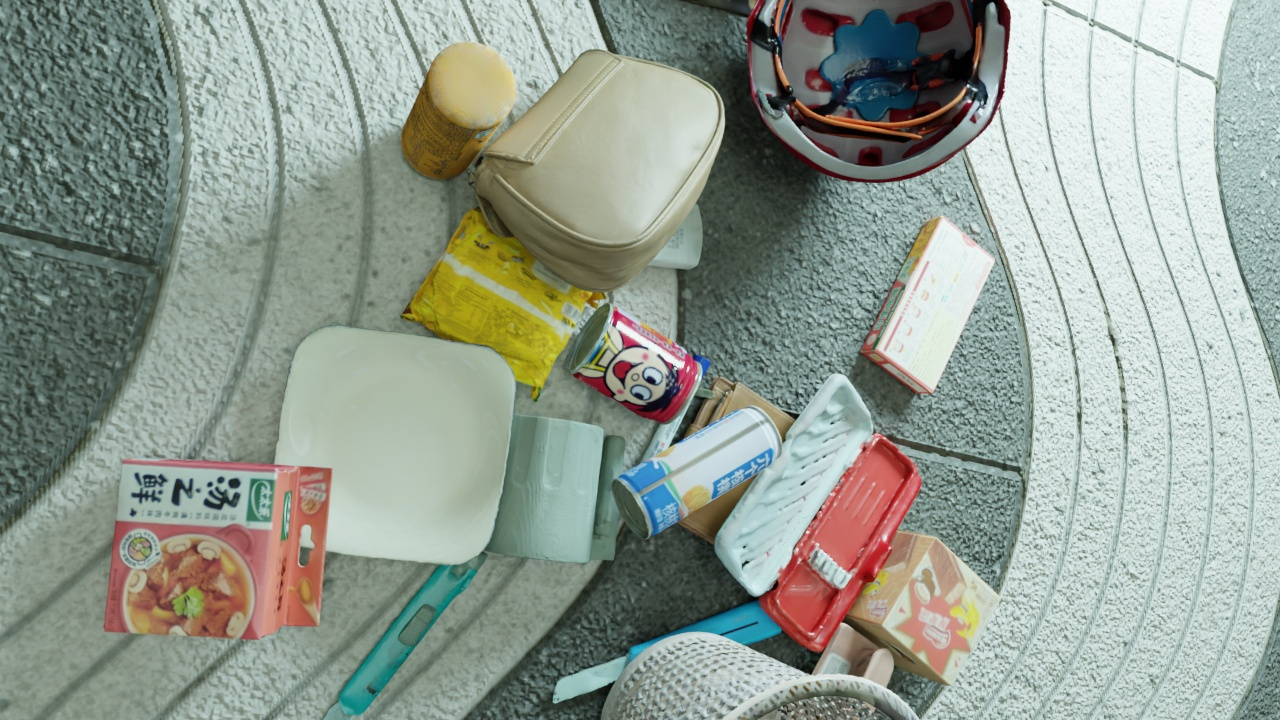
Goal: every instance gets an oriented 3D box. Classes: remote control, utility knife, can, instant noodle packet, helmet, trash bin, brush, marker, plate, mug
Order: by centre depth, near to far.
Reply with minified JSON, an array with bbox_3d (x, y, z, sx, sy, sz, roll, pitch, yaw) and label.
[{"bbox_3d":[-0.135,-0.174,0.659,0.058,0.146,0.058,2,86,-22],"label":"can"},{"bbox_3d":[0.069,0.304,0.672,0.227,0.192,0.227,-3,97,-22],"label":"trash bin"},{"bbox_3d":[-0.179,0.062,0.672,0.164,0.034,0.163,9,85,-6],"label":"plate"},{"bbox_3d":[-0.179,0.211,0.687,0.029,0.013,0.178,42,73,-13],"label":"utility knife"},{"bbox_3d":[-0.060,0.101,0.715,0.123,0.084,0.103,15,78,-47],"label":"mug"},{"bbox_3d":[-0.104,-0.045,0.718,0.128,0.044,0.110,32,82,-13],"label":"instant noodle packet"},{"bbox_3d":[0.046,0.086,0.726,0.134,0.053,0.053,-27,96,-22],"label":"can"},{"bbox_3d":[-0.004,0.004,0.742,0.093,0.067,0.066,31,76,-17],"label":"can"},{"bbox_3d":[0.024,0.243,0.764,0.207,0.018,0.034,-13,92,-21],"label":"utility knife"},{"bbox_3d":[-0.019,-0.111,0.768,0.150,0.021,0.058,4,82,-21],"label":"remote control"},{"bbox_3d":[0.021,0.062,0.771,0.017,0.017,0.145,30,79,-17],"label":"marker"},{"bbox_3d":[0.160,0.303,0.784,0.063,0.073,0.145,38,76,-16],"label":"brush"},{"bbox_3d":[0.201,-0.264,0.791,0.207,0.144,0.240,1,87,14],"label":"helmet"}]

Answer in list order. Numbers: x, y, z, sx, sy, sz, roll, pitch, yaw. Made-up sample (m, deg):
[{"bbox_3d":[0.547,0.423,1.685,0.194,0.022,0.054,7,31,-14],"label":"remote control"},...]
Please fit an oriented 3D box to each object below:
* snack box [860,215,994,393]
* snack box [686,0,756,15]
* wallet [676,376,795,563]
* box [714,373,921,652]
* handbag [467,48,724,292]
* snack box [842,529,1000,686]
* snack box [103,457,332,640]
[{"bbox_3d":[0.277,-0.053,0.879,0.077,0.027,0.155,34,75,-17],"label":"snack box"},{"bbox_3d":[0.086,-0.383,0.818,0.113,0.053,0.125,4,80,-21],"label":"snack box"},{"bbox_3d":[0.076,0.090,0.785,0.119,0.035,0.130,32,74,-16],"label":"wallet"},{"bbox_3d":[0.158,0.130,0.798,0.160,0.050,0.200,48,66,-20],"label":"box"},{"bbox_3d":[-0.028,-0.147,0.706,0.148,0.100,0.203,31,56,5],"label":"handbag"},{"bbox_3d":[0.246,0.218,0.821,0.093,0.077,0.094,42,73,-14],"label":"snack box"},{"bbox_3d":[-0.281,0.125,0.617,0.127,0.044,0.113,3,84,-3],"label":"snack box"}]
